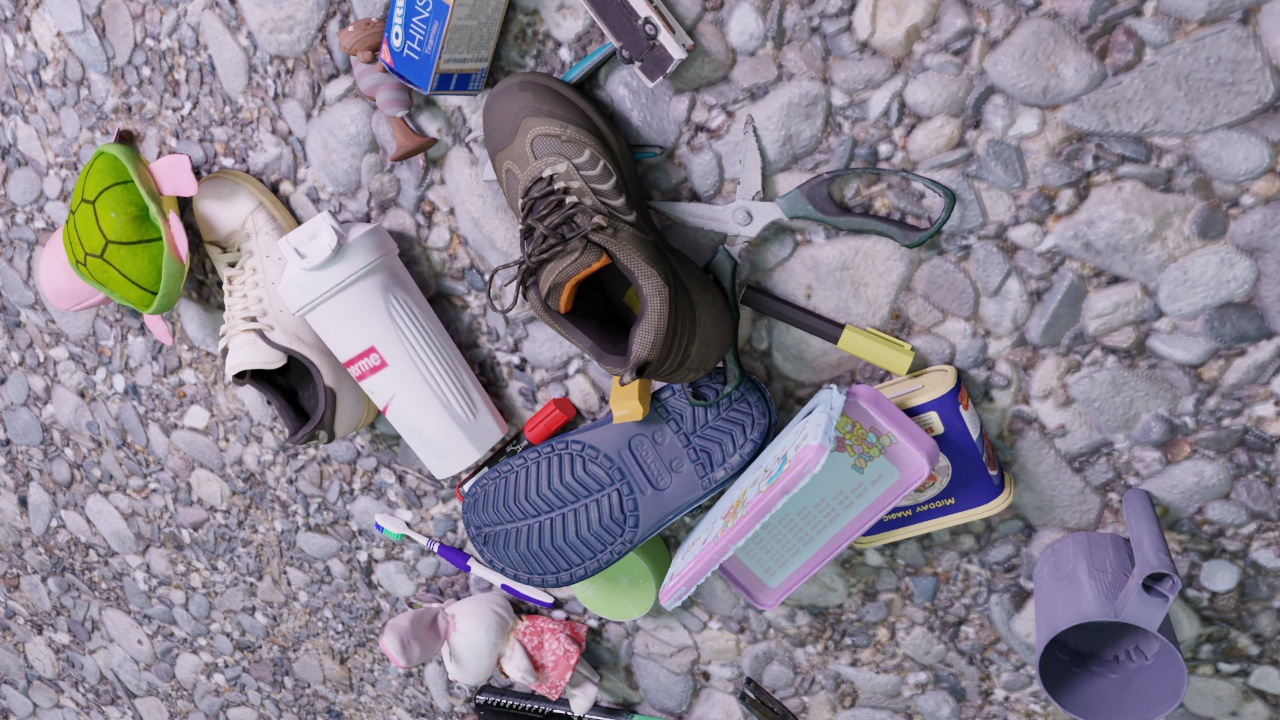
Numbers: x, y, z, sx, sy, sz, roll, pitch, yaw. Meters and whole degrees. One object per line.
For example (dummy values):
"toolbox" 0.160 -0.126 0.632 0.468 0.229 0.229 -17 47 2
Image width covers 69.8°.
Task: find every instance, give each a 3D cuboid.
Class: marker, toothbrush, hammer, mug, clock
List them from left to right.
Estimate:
"toothbrush" -0.162 0.184 0.838 0.187 0.015 0.016 24 122 9
"marker" -0.108 0.077 0.766 0.023 0.021 0.145 26 128 -36
"clock" -0.021 0.166 0.761 0.095 0.042 0.119 -29 100 28
"hammer" -0.008 0.335 0.839 0.319 0.032 0.130 0 113 21
"marker" 0.128 -0.024 0.635 0.124 0.017 0.021 25 86 11
"mug" 0.307 0.155 0.595 0.084 0.103 0.124 17 117 14

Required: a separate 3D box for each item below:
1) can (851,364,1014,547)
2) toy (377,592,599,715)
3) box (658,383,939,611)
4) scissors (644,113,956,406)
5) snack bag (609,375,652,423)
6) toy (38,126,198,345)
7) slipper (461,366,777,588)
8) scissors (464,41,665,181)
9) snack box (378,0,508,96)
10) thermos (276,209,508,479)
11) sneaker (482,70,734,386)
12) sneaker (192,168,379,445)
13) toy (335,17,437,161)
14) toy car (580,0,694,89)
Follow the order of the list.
"can" 0.181 0.066 0.632 0.116 0.056 0.092 -22 102 27
"toy" -0.127 0.251 0.808 0.194 0.159 0.084 21 88 -6
"box" 0.091 0.110 0.610 0.089 0.092 0.215 43 134 10
"scissors" 0.094 -0.059 0.609 0.202 0.015 0.202 10 100 16
"snack bag" -0.004 0.004 0.660 0.026 0.099 0.020 -15 139 25
"toy" -0.427 -0.103 0.759 0.239 0.087 0.190 -11 96 40
"slipper" -0.010 0.089 0.694 0.253 0.095 0.105 -28 83 11
"scissors" -0.051 -0.169 0.638 0.156 0.019 0.125 19 117 11
"snack box" -0.109 -0.275 0.584 0.057 0.056 0.207 38 122 21
"thermos" -0.193 -0.015 0.720 0.100 0.099 0.220 -27 105 28
"sneaker" -0.053 -0.074 0.575 0.101 0.142 0.238 -41 80 32
"sneaker" -0.309 -0.033 0.747 0.089 0.102 0.241 -21 103 28
"toy" -0.184 -0.200 0.659 0.102 0.041 0.055 60 152 -3
"toy car" -0.012 -0.230 0.584 0.113 0.038 0.039 52 147 -6
